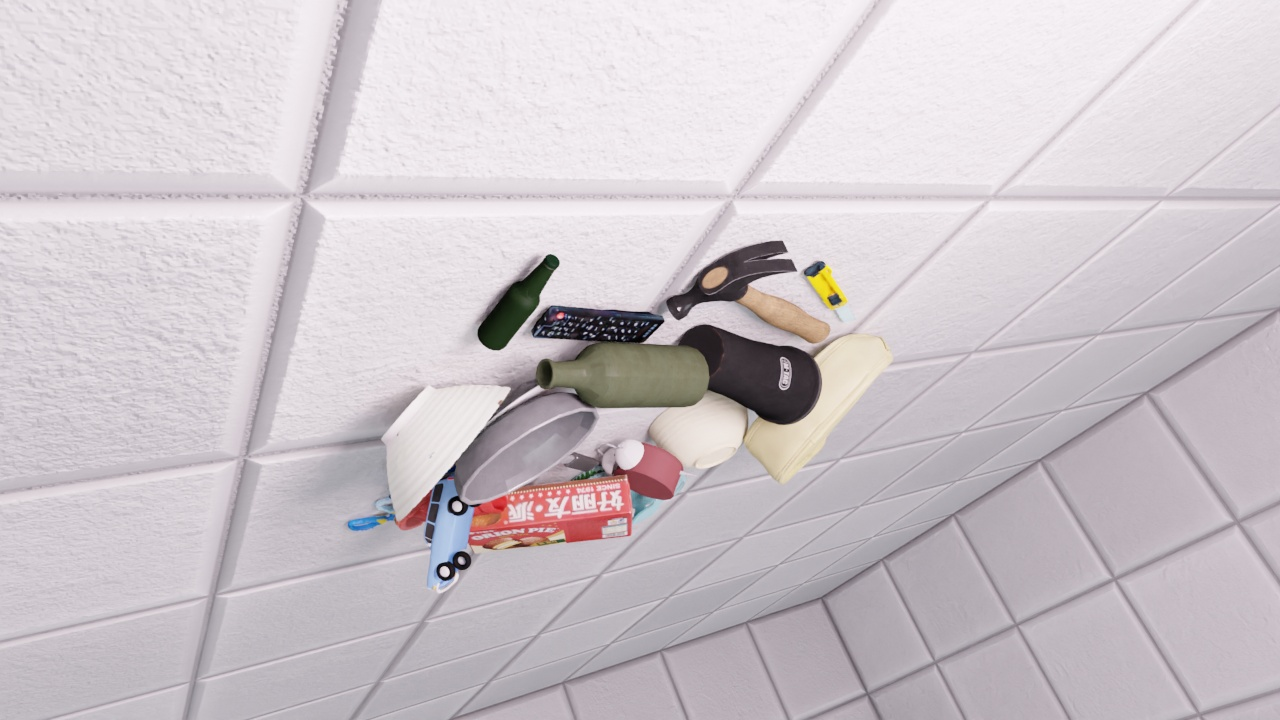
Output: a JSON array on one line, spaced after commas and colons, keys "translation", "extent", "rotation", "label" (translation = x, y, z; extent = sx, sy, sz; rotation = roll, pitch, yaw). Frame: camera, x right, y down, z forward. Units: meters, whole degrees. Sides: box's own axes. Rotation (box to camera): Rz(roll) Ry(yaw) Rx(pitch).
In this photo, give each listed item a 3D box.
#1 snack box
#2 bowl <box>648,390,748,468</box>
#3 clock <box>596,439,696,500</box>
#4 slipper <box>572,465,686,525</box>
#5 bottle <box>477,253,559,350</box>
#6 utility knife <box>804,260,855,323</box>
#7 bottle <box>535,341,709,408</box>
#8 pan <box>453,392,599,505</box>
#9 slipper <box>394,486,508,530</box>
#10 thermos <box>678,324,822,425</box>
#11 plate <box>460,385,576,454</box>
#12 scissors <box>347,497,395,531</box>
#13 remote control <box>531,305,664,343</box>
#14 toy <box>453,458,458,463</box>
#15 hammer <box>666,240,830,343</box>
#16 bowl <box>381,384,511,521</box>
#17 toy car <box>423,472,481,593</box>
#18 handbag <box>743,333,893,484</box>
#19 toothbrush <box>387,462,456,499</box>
[{"translation": [-0.131, 0.221, 1.308], "extent": [0.236, 0.060, 0.113], "rotation": [-6, 153, -3], "label": "snack box"}, {"translation": [0.095, 0.108, 1.329], "extent": [0.150, 0.075, 0.151], "rotation": [-20, 156, -10], "label": "bowl"}, {"translation": [0.002, 0.153, 1.311], "extent": [0.137, 0.048, 0.096], "rotation": [30, 154, -13], "label": "clock"}, {"translation": [-0.009, 0.214, 1.463], "extent": [0.116, 0.069, 0.275], "rotation": [-39, 151, 24], "label": "slipper"}, {"translation": [-0.112, -0.056, 0.860], "extent": [0.033, 0.033, 0.123], "rotation": [0, 146, -42], "label": "bottle"}, {"translation": [0.243, -0.082, 1.152], "extent": [0.030, 0.019, 0.217], "rotation": [-22, 160, 18], "label": "utility knife"}, {"translation": [-0.019, 0.016, 0.998], "extent": [0.206, 0.071, 0.072], "rotation": [2, 145, -41], "label": "bottle"}, {"translation": [-0.111, 0.108, 1.103], "extent": [0.179, 0.041, 0.357], "rotation": [-37, 163, 4], "label": "pan"}, {"translation": [-0.198, 0.171, 1.199], "extent": [0.248, 0.059, 0.103], "rotation": [-26, 165, -4], "label": "slipper"}, {"translation": [0.136, 0.014, 1.154], "extent": [0.106, 0.105, 0.218], "rotation": [-37, 148, 26], "label": "thermos"}, {"translation": [-0.127, 0.064, 1.071], "extent": [0.208, 0.015, 0.209], "rotation": [-34, 166, -10], "label": "plate"}, {"translation": [-0.322, 0.201, 1.224], "extent": [0.130, 0.018, 0.111], "rotation": [-2, 150, -40], "label": "scissors"}, {"translation": [-0.044, -0.040, 0.969], "extent": [0.150, 0.022, 0.047], "rotation": [2, 146, -41], "label": "remote control"}, {"translation": [-0.250, 0.128, 1.113], "extent": [0.111, 0.030, 0.049], "rotation": [-21, 153, -32], "label": "toy"}, {"translation": [0.161, -0.064, 1.089], "extent": [0.132, 0.040, 0.305], "rotation": [-31, 156, 24], "label": "hammer"}, {"translation": [-0.217, 0.075, 0.950], "extent": [0.177, 0.071, 0.177], "rotation": [-48, -172, 9], "label": "bowl"}, {"translation": [-0.235, 0.207, 1.125], "extent": [0.055, 0.153, 0.056], "rotation": [15, -171, 14], "label": "toy car"}, {"translation": [0.258, 0.059, 1.318], "extent": [0.233, 0.088, 0.190], "rotation": [-55, 160, 24], "label": "handbag"}, {"translation": [-0.254, 0.142, 1.159], "extent": [0.135, 0.017, 0.022], "rotation": [-22, 160, -14], "label": "toothbrush"}]
